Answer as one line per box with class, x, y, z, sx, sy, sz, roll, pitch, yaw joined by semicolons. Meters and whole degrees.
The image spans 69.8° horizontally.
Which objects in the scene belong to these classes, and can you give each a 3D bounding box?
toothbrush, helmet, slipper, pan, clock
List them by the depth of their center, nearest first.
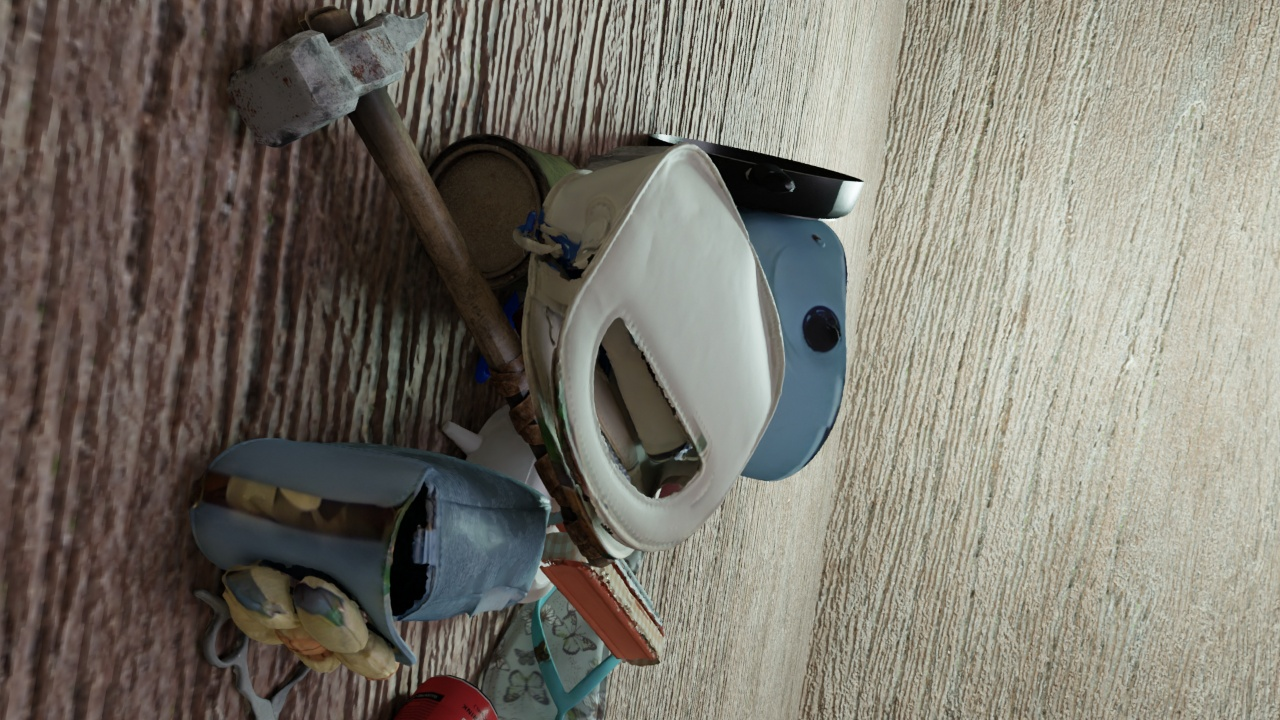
clock;-0.088;0.095;0.653;0.161;0.073;0.125;82;25;-55
toothbrush;-0.080;-0.059;0.668;0.016;0.018;0.182;56;45;-45
slipper;-0.056;0.211;0.735;0.268;0.098;0.055;-71;-175;-49
pan;0.100;-0.153;0.789;0.355;0.204;0.044;-78;180;-73
helmet;0.080;-0.018;0.865;0.166;0.226;0.265;2;74;-28

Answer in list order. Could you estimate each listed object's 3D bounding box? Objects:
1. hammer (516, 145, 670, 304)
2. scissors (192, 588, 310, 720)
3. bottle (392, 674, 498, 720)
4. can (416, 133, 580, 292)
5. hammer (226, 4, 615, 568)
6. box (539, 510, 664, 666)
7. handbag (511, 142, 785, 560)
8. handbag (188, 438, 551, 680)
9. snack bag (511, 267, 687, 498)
hammer;-0.004;0.004;0.727;0.176;0.080;0.327;-47;136;-49
scissors;-0.192;0.175;0.464;0.141;0.014;0.175;-63;152;-49
bottle;-0.151;0.268;0.540;0.176;0.062;0.062;-49;142;-57
can;-0.079;-0.086;0.554;0.074;0.090;0.090;-9;106;-69
hammer;-0.082;-0.027;0.475;0.319;0.049;0.121;64;28;-19
box;-0.023;0.169;0.636;0.059;0.056;0.187;-40;137;-12
handbag;-0.005;0.003;0.498;0.201;0.093;0.199;62;39;-34
handbag;-0.128;0.102;0.462;0.192;0.122;0.118;45;55;-71
snack bag;-0.006;0.018;0.603;0.138;0.067;0.208;-31;128;-31
